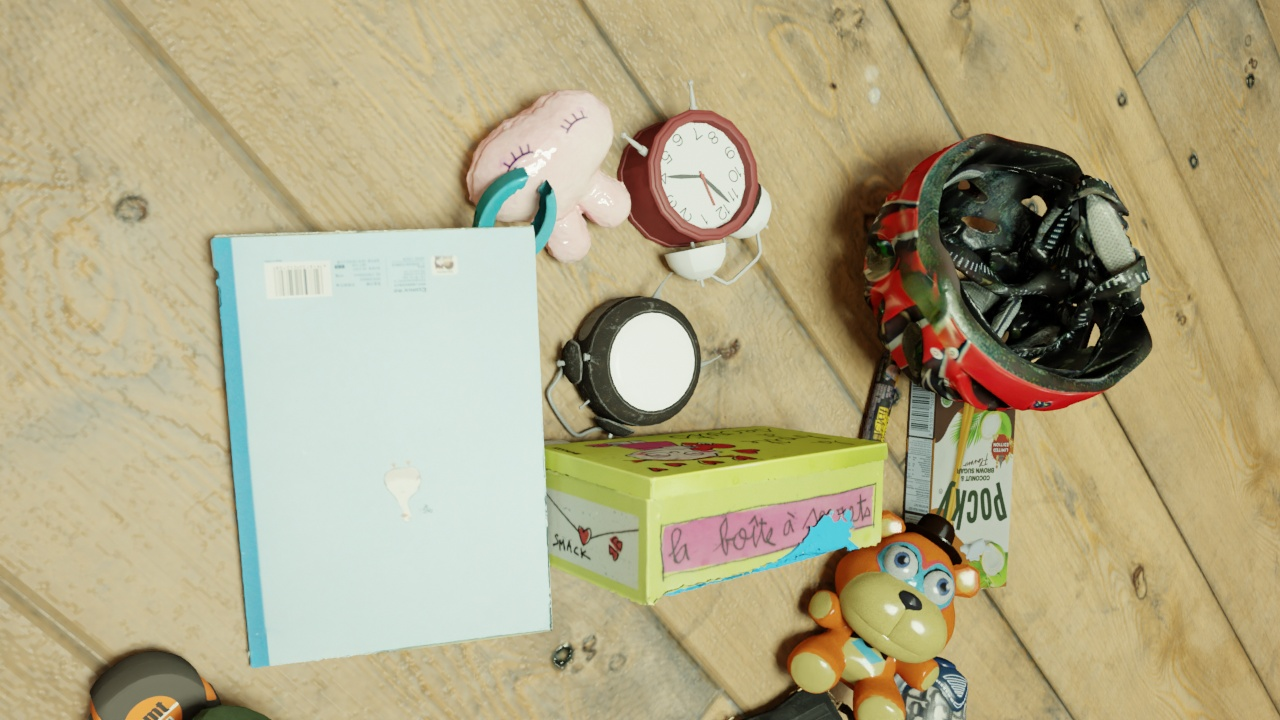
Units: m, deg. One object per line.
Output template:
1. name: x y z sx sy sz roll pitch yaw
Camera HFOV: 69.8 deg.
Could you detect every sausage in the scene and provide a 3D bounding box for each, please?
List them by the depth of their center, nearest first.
1. sausage: 0.196 0.058 0.768 0.020 0.020 0.155 19 82 -29

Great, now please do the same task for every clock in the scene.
1. clock: -0.004 0.004 0.638 0.122 0.044 0.091 -40 110 -23
2. clock: 0.041 -0.120 0.657 0.096 0.048 0.137 -43 110 -22

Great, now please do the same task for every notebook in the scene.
1. notebook: -0.147 0.049 0.543 0.181 0.009 0.253 -3 97 -13

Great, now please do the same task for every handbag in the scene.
1. handbag: 0.115 0.298 0.704 0.128 0.054 0.079 -15 68 -30

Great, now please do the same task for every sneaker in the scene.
1. sneaker: 0.235 0.381 0.736 0.103 0.133 0.269 21 80 -27

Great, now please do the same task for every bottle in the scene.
1. bottle: -0.261 0.282 0.476 0.071 0.071 0.207 37 89 -25

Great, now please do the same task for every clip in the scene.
1. clip: -0.084 -0.058 0.574 0.103 0.027 0.120 21 109 -30

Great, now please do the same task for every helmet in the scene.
1. helmet: 0.278 -0.061 0.720 0.271 0.167 0.217 -6 75 -38

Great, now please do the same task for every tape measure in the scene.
1. tape measure: -0.269 0.189 0.499 0.058 0.038 0.059 -44 125 -21

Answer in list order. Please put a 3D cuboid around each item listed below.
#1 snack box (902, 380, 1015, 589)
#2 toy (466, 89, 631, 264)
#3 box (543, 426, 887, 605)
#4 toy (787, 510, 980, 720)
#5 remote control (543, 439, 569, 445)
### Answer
1. snack box: 0.282 0.107 0.811 0.101 0.032 0.186 3 90 -30
2. toy: -0.053 -0.119 0.604 0.108 0.053 0.105 -44 124 -12
3. box: 0.052 0.091 0.611 0.220 0.125 0.080 -5 97 -37
4. toy: 0.196 0.201 0.732 0.112 0.096 0.175 32 68 7
5. remote control: -0.088 0.089 0.602 0.114 0.028 0.060 -17 100 -28
